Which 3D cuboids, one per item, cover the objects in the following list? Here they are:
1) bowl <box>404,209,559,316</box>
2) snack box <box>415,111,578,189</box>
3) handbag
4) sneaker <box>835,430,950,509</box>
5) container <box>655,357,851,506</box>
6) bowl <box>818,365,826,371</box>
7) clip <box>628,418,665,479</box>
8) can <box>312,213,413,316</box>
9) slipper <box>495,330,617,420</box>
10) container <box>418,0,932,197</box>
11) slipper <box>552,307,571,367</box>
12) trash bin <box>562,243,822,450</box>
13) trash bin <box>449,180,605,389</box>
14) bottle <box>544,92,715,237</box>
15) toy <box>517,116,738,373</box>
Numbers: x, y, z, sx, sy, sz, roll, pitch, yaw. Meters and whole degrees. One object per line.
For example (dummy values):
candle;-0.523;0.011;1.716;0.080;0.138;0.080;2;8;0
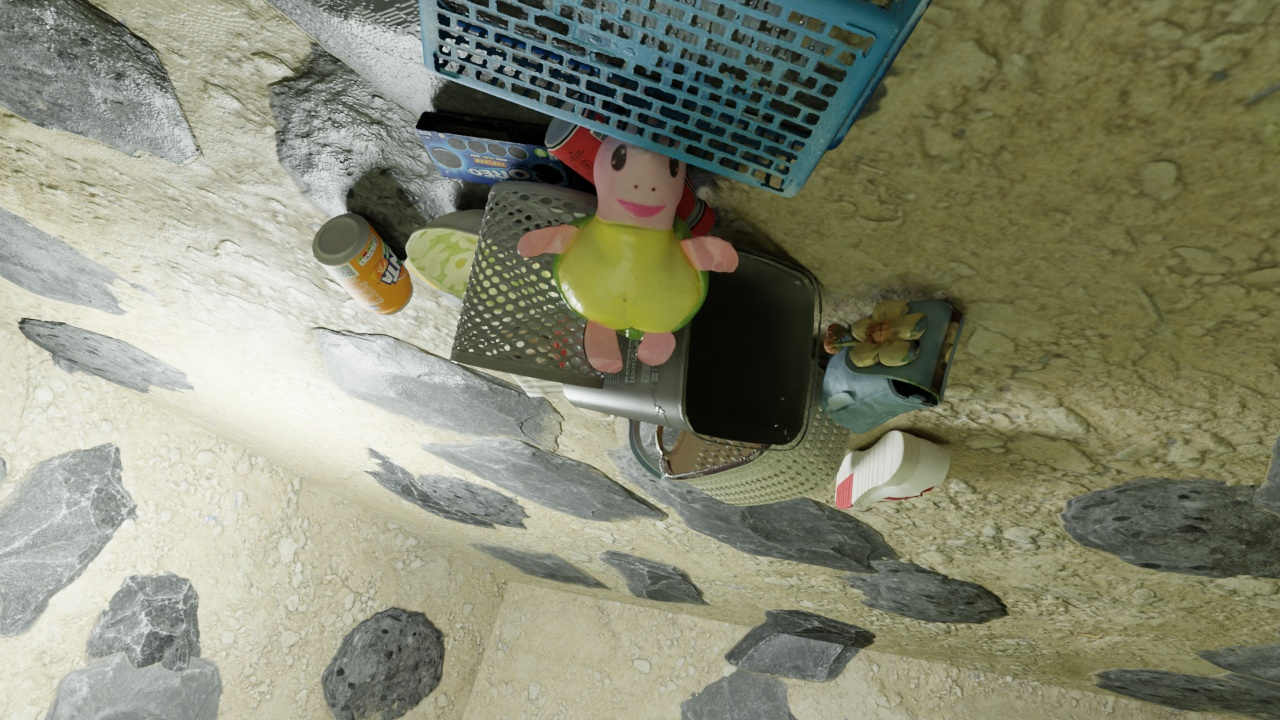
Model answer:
bowl;-0.177;-0.124;1.086;0.220;0.060;0.188;4;154;31
snack box;-0.141;-0.205;0.916;0.150;0.027;0.082;12;157;15
handbag;0.255;0.000;0.989;0.118;0.121;0.192;28;159;-13
sneaker;0.371;0.173;1.341;0.104;0.090;0.237;15;154;-8
container;0.145;0.088;1.150;0.143;0.184;0.252;37;148;-20
bowl;0.259;0.036;1.165;0.102;0.026;0.114;29;156;13
clip;0.040;0.067;1.298;0.164;0.172;0.031;-22;170;-25
can;-0.358;-0.122;1.195;0.079;0.079;0.142;9;156;19
slipper;-0.126;0.034;1.422;0.115;0.054;0.272;-6;148;35
container;0.004;-0.246;0.641;0.362;0.089;0.258;19;157;-2
slipper;-0.007;0.007;1.179;0.249;0.103;0.059;27;-175;26
trash bin;0.045;-0.012;0.999;0.197;0.197;0.221;12;173;-41
trash bin;-0.098;-0.075;0.928;0.156;0.183;0.156;11;180;0
bottle;-0.002;-0.171;0.848;0.176;0.062;0.062;32;153;-31
toy;-0.009;-0.092;0.811;0.190;0.087;0.239;4;123;6
